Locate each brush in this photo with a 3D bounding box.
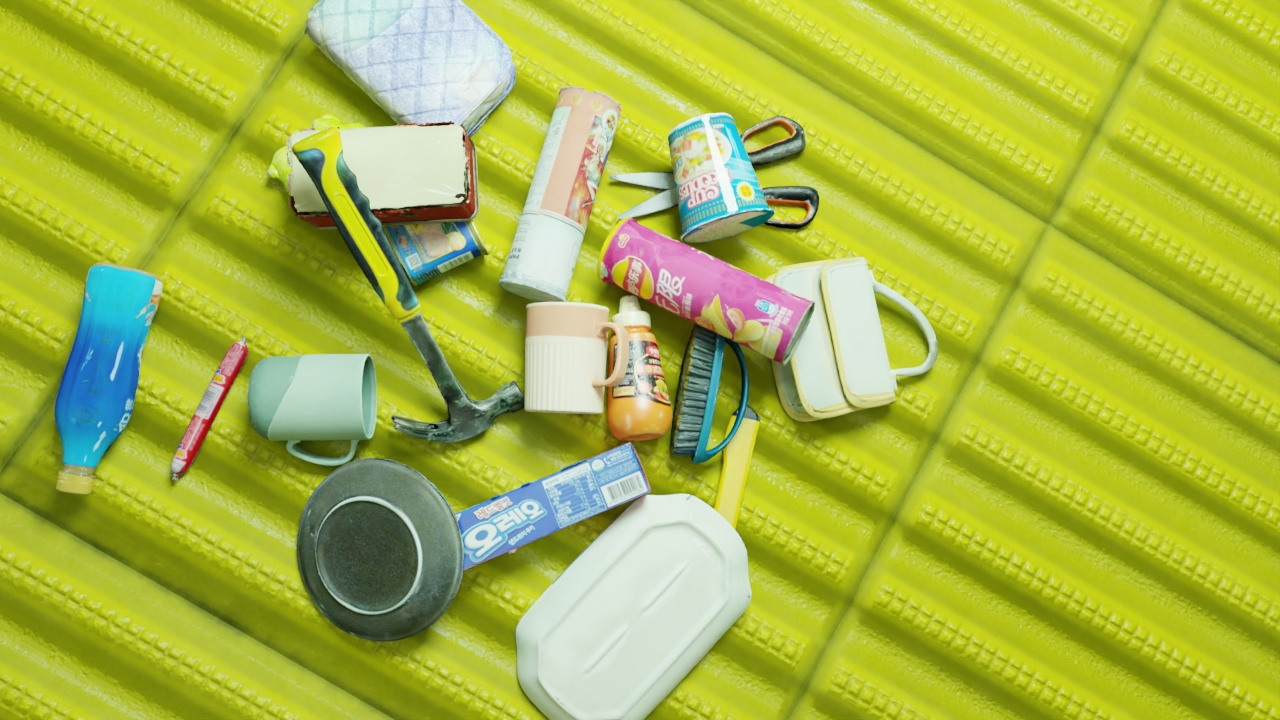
[{"bbox_3d":[0.073,0.035,0.939,0.073,0.055,0.143,11,83,0],"label":"brush"}]

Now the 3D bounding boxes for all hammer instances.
[{"bbox_3d":[-0.229,-0.058,0.859,0.126,0.032,0.323,-28,117,-8],"label":"hammer"}]

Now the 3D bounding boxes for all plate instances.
[{"bbox_3d":[-0.256,0.184,0.877,0.180,0.024,0.179,1,93,15],"label":"plate"},{"bbox_3d":[-0.006,0.255,0.911,0.265,0.034,0.162,-45,88,-5],"label":"plate"}]

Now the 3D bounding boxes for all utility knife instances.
[{"bbox_3d":[0.093,0.125,0.952,0.033,0.015,0.167,14,84,2],"label":"utility knife"}]

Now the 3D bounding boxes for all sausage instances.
[{"bbox_3d":[-0.428,0.047,0.909,0.020,0.020,0.155,25,82,-2],"label":"sausage"}]

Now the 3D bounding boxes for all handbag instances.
[{"bbox_3d":[-0.229,-0.315,0.941,0.194,0.075,0.134,44,86,2],"label":"handbag"},{"bbox_3d":[0.226,-0.029,0.963,0.178,0.063,0.163,-11,87,-10],"label":"handbag"}]

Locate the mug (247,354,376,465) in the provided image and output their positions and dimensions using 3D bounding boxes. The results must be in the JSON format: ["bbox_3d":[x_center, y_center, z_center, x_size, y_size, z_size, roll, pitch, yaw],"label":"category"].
[{"bbox_3d":[-0.316,0.049,0.893,0.106,0.082,0.112,-1,107,-6],"label":"mug"}]

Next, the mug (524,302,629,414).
[{"bbox_3d":[-0.062,-0.001,0.908,0.115,0.081,0.106,-1,85,33],"label":"mug"}]

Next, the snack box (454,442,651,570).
[{"bbox_3d":[-0.096,0.145,0.910,0.207,0.058,0.057,-22,86,-8],"label":"snack box"}]

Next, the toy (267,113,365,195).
[{"bbox_3d":[-0.325,-0.204,0.940,0.096,0.031,0.100,17,82,-5],"label":"toy"}]

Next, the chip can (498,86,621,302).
[{"bbox_3d":[-0.081,-0.169,0.940,0.071,0.071,0.214,16,82,-4],"label":"chip can"}]

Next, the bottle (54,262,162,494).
[{"bbox_3d":[-0.518,0.018,0.880,0.065,0.065,0.218,11,82,-4],"label":"bottle"}]

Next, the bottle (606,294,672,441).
[{"bbox_3d":[-0.006,0.005,0.936,0.066,0.067,0.149,-4,77,-6],"label":"bottle"}]

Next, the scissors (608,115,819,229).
[{"bbox_3d":[0.089,-0.183,0.982,0.226,0.022,0.198,-42,89,-9],"label":"scissors"}]

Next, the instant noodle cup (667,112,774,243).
[{"bbox_3d":[0.074,-0.186,0.932,0.099,0.099,0.110,-15,84,-7],"label":"instant noodle cup"}]

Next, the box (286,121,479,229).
[{"bbox_3d":[-0.243,-0.178,0.867,0.168,0.077,0.091,-4,86,-2],"label":"box"}]

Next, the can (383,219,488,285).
[{"bbox_3d":[-0.214,-0.138,0.931,0.083,0.057,0.102,-25,86,-5],"label":"can"}]

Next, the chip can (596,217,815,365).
[{"bbox_3d":[0.064,-0.070,0.912,0.210,0.071,0.071,26,81,16],"label":"chip can"}]
